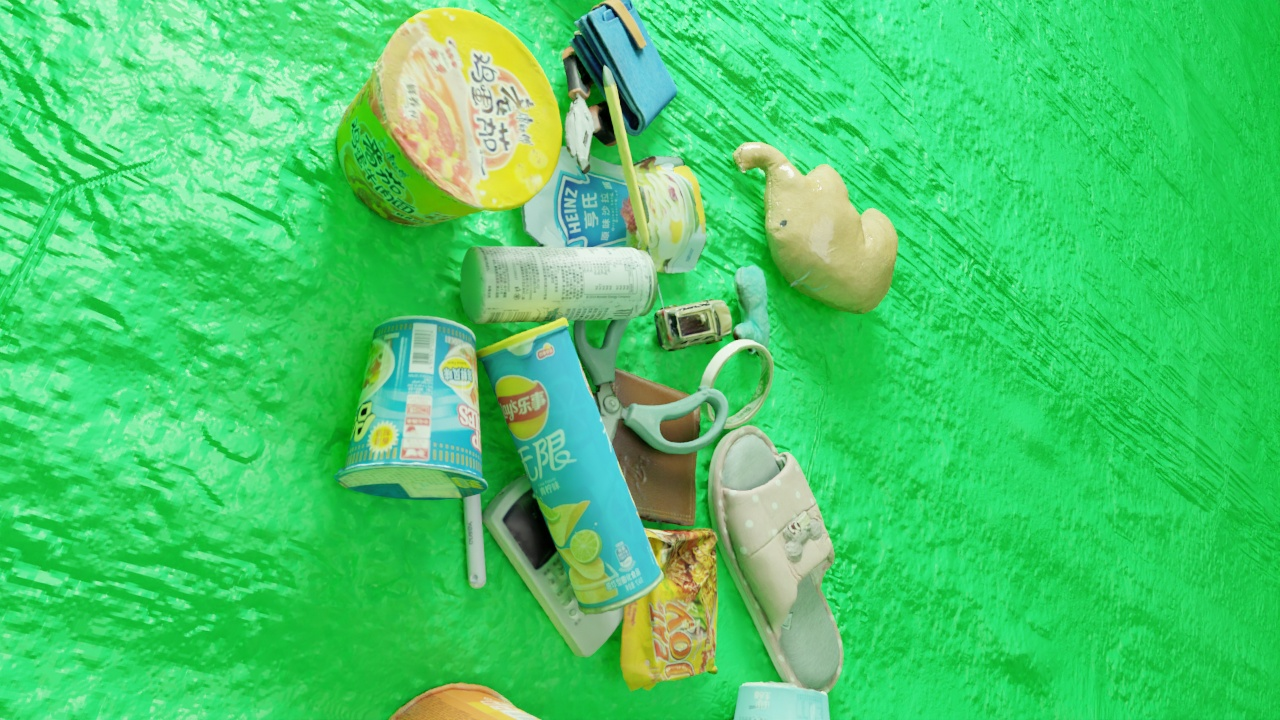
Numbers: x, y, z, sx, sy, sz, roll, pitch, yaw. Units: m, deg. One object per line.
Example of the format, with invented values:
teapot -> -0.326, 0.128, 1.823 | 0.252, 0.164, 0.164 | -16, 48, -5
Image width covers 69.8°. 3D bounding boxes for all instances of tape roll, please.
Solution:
tape roll -> 0.089, 0.022, 0.853 | 0.085, 0.014, 0.086 | -20, 124, -34

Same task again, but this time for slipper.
slipper -> 0.139, 0.192, 0.864 | 0.113, 0.055, 0.274 | -25, 99, -40

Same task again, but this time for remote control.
remote control -> -0.064, 0.159, 0.717 | 0.058, 0.021, 0.150 | -44, 111, -37

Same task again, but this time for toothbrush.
toothbrush -> -0.128, 0.073, 0.679 | 0.021, 0.029, 0.189 | 13, 71, -78

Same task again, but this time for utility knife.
utility knife -> -0.004, -0.133, 0.763 | 0.031, 0.022, 0.219 | -85, 167, -69

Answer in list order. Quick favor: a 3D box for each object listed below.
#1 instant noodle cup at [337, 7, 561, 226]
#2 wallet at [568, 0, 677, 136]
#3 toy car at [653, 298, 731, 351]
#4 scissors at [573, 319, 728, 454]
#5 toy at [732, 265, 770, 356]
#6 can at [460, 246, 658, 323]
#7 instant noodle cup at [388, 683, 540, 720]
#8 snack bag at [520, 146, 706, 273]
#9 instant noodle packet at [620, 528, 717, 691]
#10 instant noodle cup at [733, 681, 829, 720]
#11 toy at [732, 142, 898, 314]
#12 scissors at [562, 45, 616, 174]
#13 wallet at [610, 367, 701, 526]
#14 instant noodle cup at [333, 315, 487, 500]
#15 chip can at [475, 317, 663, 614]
instant noodle cup -> -0.142, -0.161, 0.649 | 0.137, 0.110, 0.138 | 8, 77, -40
wallet -> -0.010, -0.260, 0.800 | 0.106, 0.040, 0.132 | 59, 25, -18
toy car -> 0.052, -0.034, 0.844 | 0.090, 0.035, 0.042 | -12, 92, -44
scissors -> -0.005, 0.005, 0.767 | 0.170, 0.019, 0.179 | -3, 77, -29
toy -> 0.107, -0.047, 0.889 | 0.096, 0.030, 0.092 | -11, 93, -64
can -> -0.063, -0.059, 0.713 | 0.146, 0.058, 0.058 | -3, 84, -27
instant noodle cup -> -0.100, 0.297, 0.602 | 0.151, 0.112, 0.151 | 9, 76, -40
snack bag -> -0.023, -0.127, 0.795 | 0.190, 0.039, 0.110 | -7, 98, -40
instant noodle packet -> 0.028, 0.205, 0.766 | 0.110, 0.044, 0.128 | 13, 75, -49
instant noodle cup -> 0.123, 0.346, 0.795 | 0.111, 0.111, 0.120 | 26, 60, -35
toy -> 0.181, -0.136, 0.948 | 0.226, 0.083, 0.143 | 33, 58, -29
scissors -> -0.038, -0.187, 0.731 | 0.192, 0.015, 0.206 | 38, 32, -63
wallet -> 0.004, 0.076, 0.784 | 0.101, 0.032, 0.124 | 16, 69, -33
instant noodle cup -> -0.151, 0.031, 0.624 | 0.099, 0.099, 0.109 | 16, 65, -38
chip can -> -0.051, 0.078, 0.683 | 0.071, 0.071, 0.210 | -25, 96, -41
